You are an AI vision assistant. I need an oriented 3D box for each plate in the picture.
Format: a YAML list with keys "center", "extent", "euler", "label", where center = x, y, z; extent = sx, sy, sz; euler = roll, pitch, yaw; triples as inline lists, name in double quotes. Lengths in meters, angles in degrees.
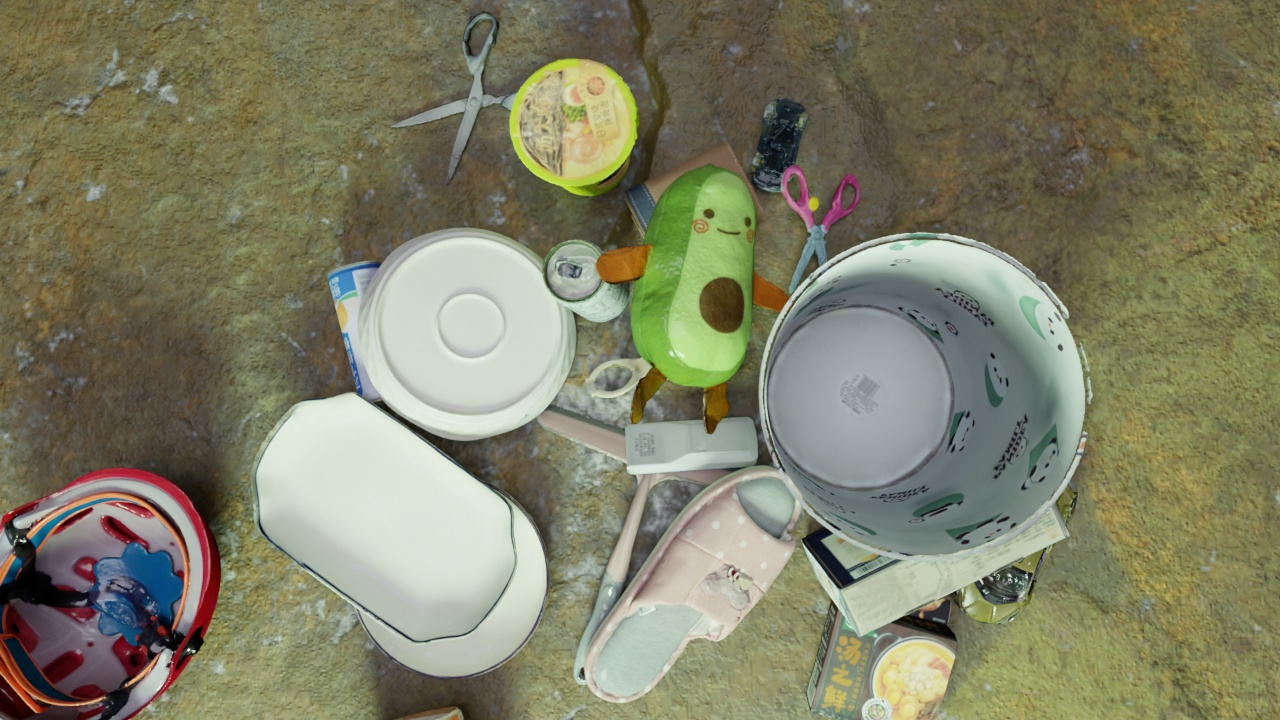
- center: [-0.180, 0.205, 0.884]
  extent: [0.192, 0.039, 0.192]
  euler: [0, 88, 4]
  label: "plate"
- center: [-0.160, -0.030, 0.862]
  extent: [0.204, 0.046, 0.204]
  euler: [1, 83, -12]
  label: "plate"
- center: [-0.234, 0.144, 0.852]
  extent: [0.266, 0.034, 0.162]
  euler: [34, 90, 5]
  label: "plate"

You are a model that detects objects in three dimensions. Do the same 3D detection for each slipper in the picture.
- center: [0.051, 0.212, 0.845]
  extent: [0.114, 0.054, 0.274]
  euler: [40, 93, -27]
  label: "slipper"

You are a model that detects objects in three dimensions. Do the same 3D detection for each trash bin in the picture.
- center: [0.203, 0.031, 0.761]
  extent: [0.229, 0.252, 0.229]
  euler: [0, 87, 3]
  label: "trash bin"

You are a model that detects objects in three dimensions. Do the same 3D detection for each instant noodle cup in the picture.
- center: [-0.211, 0.387, 0.831]
  extent: [0.151, 0.151, 0.111]
  euler: [-15, 78, 3]
  label: "instant noodle cup"
- center: [-0.053, -0.204, 0.850]
  extent: [0.112, 0.123, 0.111]
  euler: [0, 89, 4]
  label: "instant noodle cup"

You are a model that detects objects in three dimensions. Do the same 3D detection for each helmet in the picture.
- center: [-0.491, 0.220, 0.855]
  extent: [0.207, 0.144, 0.239]
  euler: [37, 76, 4]
  label: "helmet"

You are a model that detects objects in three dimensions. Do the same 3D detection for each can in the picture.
- center: [-0.047, -0.070, 0.832]
  extent: [0.058, 0.146, 0.058]
  euler: [0, 87, 7]
  label: "can"
- center: [-0.261, -0.025, 0.891]
  extent: [0.053, 0.053, 0.134]
  euler: [-16, 87, 3]
  label: "can"

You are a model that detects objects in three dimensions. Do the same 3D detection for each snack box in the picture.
- center: [0.225, 0.276, 0.855]
  extent: [0.113, 0.053, 0.125]
  euler: [14, 94, 4]
  label: "snack box"
- center: [0.240, 0.153, 0.788]
  extent: [0.178, 0.182, 0.046]
  euler: [-27, 91, 2]
  label: "snack box"

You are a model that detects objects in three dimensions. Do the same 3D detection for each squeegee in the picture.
- center: [-0.020, 0.195, 0.876]
  extent: [0.248, 0.040, 0.249]
  euler: [18, 90, 3]
  label: "squeegee"

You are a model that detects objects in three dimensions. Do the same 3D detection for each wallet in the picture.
- center: [0.052, -0.149, 0.888]
  extent: [0.115, 0.033, 0.090]
  euler: [-29, 89, 1]
  label: "wallet"

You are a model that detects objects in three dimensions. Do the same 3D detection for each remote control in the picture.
- center: [0.048, 0.080, 0.872]
  extent: [0.125, 0.024, 0.049]
  euler: [-5, 59, 1]
  label: "remote control"

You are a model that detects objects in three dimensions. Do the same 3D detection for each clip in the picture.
- center: [-0.004, 0.010, 0.886]
  extent: [0.100, 0.035, 0.070]
  euler: [-22, 86, -6]
  label: "clip"

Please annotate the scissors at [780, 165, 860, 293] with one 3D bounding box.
- center: [0.175, -0.126, 0.878]
  extent: [0.118, 0.017, 0.133]
  euler: [-21, 104, -22]
  label: "scissors"

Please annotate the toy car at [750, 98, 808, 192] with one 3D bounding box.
- center: [0.133, -0.206, 0.883]
  extent: [0.043, 0.034, 0.090]
  euler: [12, 87, 6]
  label: "toy car"

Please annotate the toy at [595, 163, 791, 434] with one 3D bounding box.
- center: [0.050, -0.058, 0.807]
  extent: [0.090, 0.226, 0.246]
  euler: [4, 88, 48]
  label: "toy"

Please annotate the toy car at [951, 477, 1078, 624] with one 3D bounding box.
- center: [0.348, 0.173, 0.853]
  extent: [0.070, 0.042, 0.158]
  euler: [25, 92, 5]
  label: "toy car"

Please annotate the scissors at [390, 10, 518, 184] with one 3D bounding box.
- center: [-0.167, -0.263, 0.914]
  extent: [0.178, 0.014, 0.159]
  euler: [-13, 87, 4]
  label: "scissors"
